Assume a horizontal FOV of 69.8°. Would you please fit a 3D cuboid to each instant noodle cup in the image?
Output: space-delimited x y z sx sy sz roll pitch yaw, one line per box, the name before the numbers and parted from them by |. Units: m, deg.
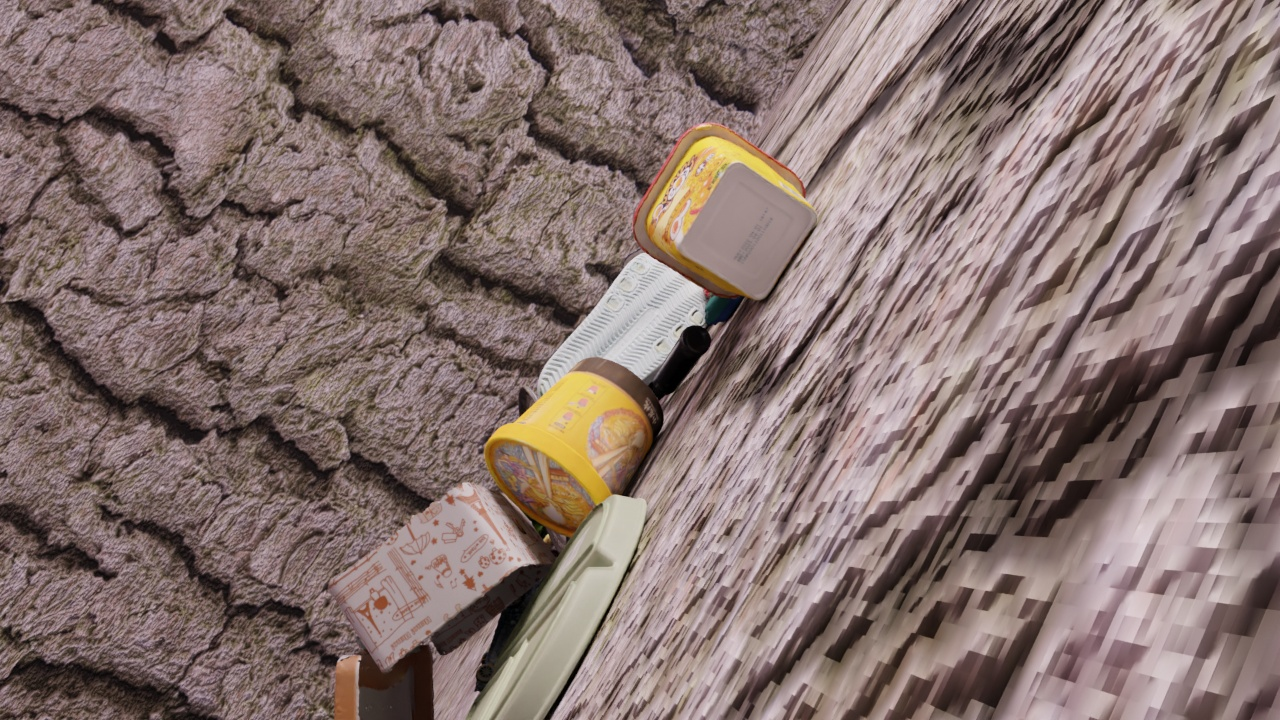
instant noodle cup | 0.067 -0.105 0.686 0.116 0.116 0.123 -57 15 11
instant noodle cup | -0.049 0.068 0.758 0.114 0.118 0.119 -52 -2 -34

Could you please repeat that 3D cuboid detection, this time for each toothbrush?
toothbrush | 0.024 0.020 0.851 0.027 0.026 0.213 -61 1 -24

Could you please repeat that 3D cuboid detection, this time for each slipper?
slipper | -0.015 -0.014 0.914 0.244 0.104 0.074 -48 -9 -36

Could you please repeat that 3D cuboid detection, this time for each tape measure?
tape measure | 0.077 -0.061 0.806 0.058 0.025 0.055 -60 2 -22

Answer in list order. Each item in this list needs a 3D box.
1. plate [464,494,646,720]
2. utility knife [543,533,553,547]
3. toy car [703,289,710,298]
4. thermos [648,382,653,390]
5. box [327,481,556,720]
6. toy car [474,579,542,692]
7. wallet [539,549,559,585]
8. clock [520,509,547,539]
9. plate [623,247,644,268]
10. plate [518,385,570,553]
plate | -0.066 0.186 0.615 0.230 0.027 0.230 -57 3 5
utility knife | -0.099 0.196 1.043 0.031 0.021 0.208 -59 0 16
toy car | 0.083 -0.087 0.933 0.049 0.031 0.106 -56 1 12
thermos | -0.006 0.006 0.993 0.090 0.068 0.241 94 -159 -52
box | -0.169 0.224 0.715 0.179 0.133 0.271 71 -138 -76
toy car | -0.119 0.245 0.833 0.054 0.037 0.120 164 128 -86
wallet | -0.121 0.255 0.938 0.096 0.020 0.123 -61 2 -40
clock | -0.139 0.205 1.051 0.116 0.056 0.161 78 -146 -69
plate | 0.070 -0.152 1.091 0.205 0.045 0.205 -36 -5 -4
plate | -0.090 0.110 0.934 0.180 0.024 0.179 167 90 -74
